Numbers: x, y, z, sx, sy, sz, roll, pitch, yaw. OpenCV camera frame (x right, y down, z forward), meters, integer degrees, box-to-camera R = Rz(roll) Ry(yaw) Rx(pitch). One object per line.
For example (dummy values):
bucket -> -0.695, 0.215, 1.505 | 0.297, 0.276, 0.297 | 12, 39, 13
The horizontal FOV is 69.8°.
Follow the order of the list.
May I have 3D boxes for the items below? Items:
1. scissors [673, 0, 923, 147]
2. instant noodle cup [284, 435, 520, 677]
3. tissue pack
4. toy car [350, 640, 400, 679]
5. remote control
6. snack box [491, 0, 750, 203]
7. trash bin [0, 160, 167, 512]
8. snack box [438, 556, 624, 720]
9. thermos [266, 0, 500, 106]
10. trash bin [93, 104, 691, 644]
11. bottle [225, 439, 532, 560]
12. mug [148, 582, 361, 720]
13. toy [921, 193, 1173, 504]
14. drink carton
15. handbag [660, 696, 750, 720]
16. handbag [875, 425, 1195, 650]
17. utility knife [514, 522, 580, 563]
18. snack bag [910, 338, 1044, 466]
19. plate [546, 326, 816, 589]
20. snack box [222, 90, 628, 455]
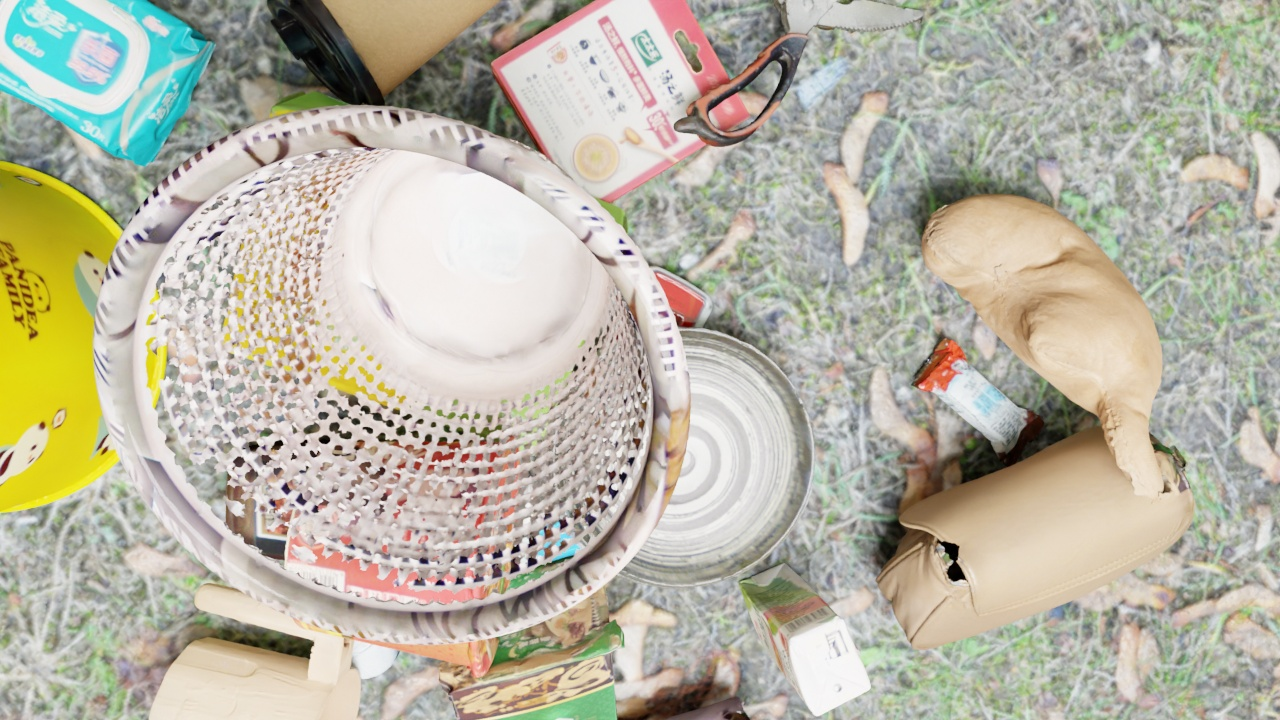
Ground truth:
scissors -> 0.089, -0.220, 0.587 | 0.226, 0.015, 0.189 | 9, 82, -21
instant noodle cup -> -0.133, 0.104, 0.531 | 0.108, 0.138, 0.138 | 6, 96, 0
tissue pack -> -0.340, -0.189, 0.556 | 0.133, 0.050, 0.093 | 29, 93, -8
toy car -> -0.200, 0.176, 0.622 | 0.043, 0.034, 0.090 | -36, 101, -4
remote control -> -0.004, 0.004, 0.630 | 0.056, 0.020, 0.136 | 29, 92, -9
snack box -> -0.014, -0.172, 0.597 | 0.127, 0.044, 0.113 | -31, 98, -1
trash bin -> -0.409, 0.000, 0.467 | 0.229, 0.255, 0.229 | -1, 97, -7
snack box -> -0.063, 0.211, 0.609 | 0.117, 0.118, 0.106 | -14, 110, -3
thermos -> -0.146, -0.221, 0.559 | 0.143, 0.093, 0.093 | -38, 99, -9
trash bin -> -0.093, -0.017, 0.432 | 0.227, 0.191, 0.228 | 0, 114, 1
bottle -> -0.169, 0.094, 0.611 | 0.195, 0.044, 0.080 | 3, 95, -7
mug -> -0.242, 0.210, 0.587 | 0.103, 0.084, 0.125 | 12, 99, 4
toy -> 0.273, -0.020, 0.579 | 0.143, 0.083, 0.226 | -12, 57, -35
drink carton -> 0.107, 0.180, 0.611 | 0.045, 0.122, 0.053 | -22, 96, -5
handbag -> -0.002, 0.326, 0.628 | 0.197, 0.098, 0.145 | -16, 100, -3
handbag -> 0.259, 0.115, 0.616 | 0.204, 0.148, 0.099 | -22, 61, -5
utility knife -> -0.026, 0.115, 0.642 | 0.187, 0.018, 0.034 | -18, 99, -3
snack bag -> 0.244, 0.031, 0.657 | 0.105, 0.026, 0.045 | 39, 82, -10
plate -> 0.026, 0.066, 0.616 | 0.179, 0.024, 0.179 | 0, 98, -3
snack box -> -0.131, -0.051, 0.563 | 0.210, 0.070, 0.158 | 20, 113, -8
